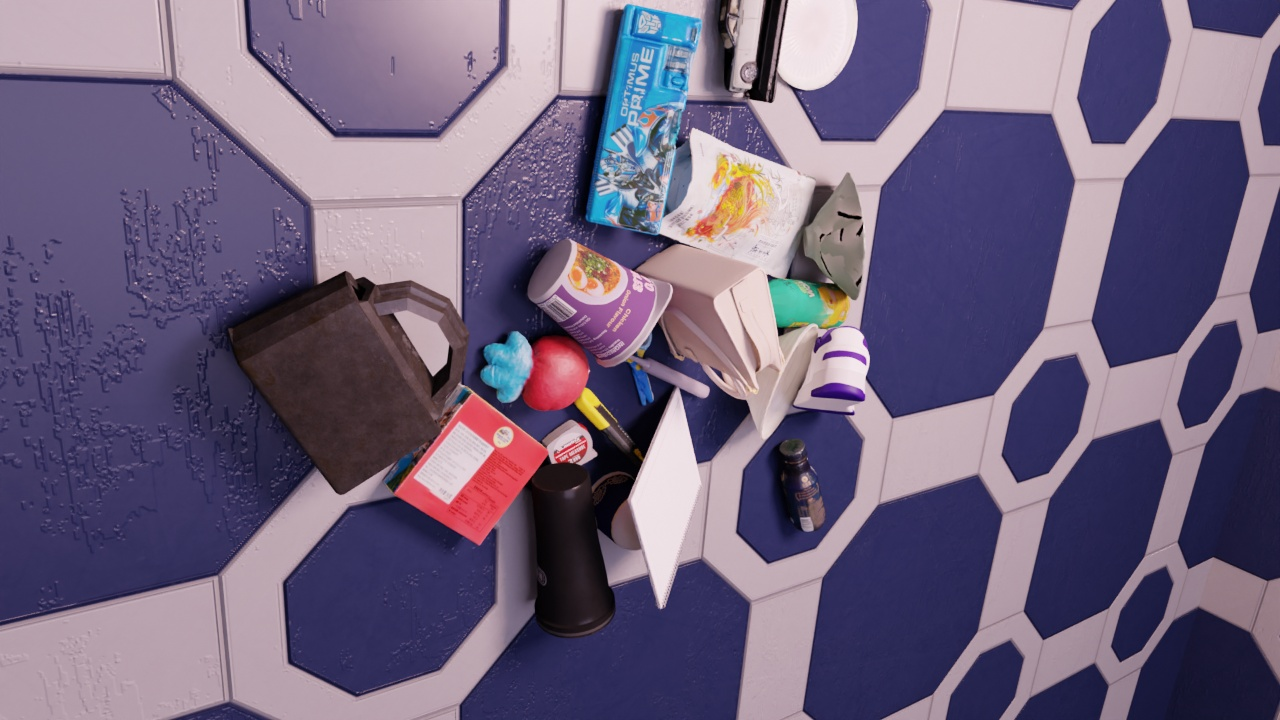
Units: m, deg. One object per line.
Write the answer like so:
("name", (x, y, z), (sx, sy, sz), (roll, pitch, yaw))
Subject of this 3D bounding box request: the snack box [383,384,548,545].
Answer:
("snack box", (-0.202, 0.125, 1.084), (0.145, 0.040, 0.142), (-53, 129, -8))

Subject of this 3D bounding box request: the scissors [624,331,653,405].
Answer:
("scissors", (-0.009, 0.009, 1.196), (0.070, 0.022, 0.131), (-26, 125, -28))

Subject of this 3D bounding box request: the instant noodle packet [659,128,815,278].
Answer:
("instant noodle packet", (0.135, -0.198, 1.194), (0.268, 0.057, 0.147), (10, 104, -43))

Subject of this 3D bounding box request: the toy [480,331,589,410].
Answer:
("toy", (-0.124, 0.013, 1.088), (0.132, 0.062, 0.092), (8, 82, -19))

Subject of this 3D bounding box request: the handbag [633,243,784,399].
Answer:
("handbag", (0.097, -0.031, 1.136), (0.101, 0.195, 0.198), (-34, 121, -20))

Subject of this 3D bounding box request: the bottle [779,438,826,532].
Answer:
("bottle", (0.249, 0.194, 1.422), (0.056, 0.056, 0.161), (-32, 124, -22))

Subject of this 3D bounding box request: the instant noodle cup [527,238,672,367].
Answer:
("instant noodle cup", (-0.054, -0.078, 1.064), (0.122, 0.121, 0.137), (33, 131, -28))

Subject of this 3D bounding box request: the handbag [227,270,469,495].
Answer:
("handbag", (-0.276, -0.001, 0.942), (0.199, 0.102, 0.197), (-27, 123, -6))

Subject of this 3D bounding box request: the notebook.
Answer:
("notebook", (0.036, 0.172, 1.195), (0.244, 0.013, 0.178), (-64, 145, -54))

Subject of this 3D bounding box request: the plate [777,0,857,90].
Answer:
("plate", (0.221, -0.432, 1.186), (0.156, 0.014, 0.157), (-14, 115, -31))

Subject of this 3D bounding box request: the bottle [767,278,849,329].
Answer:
("bottle", (0.196, -0.079, 1.271), (0.209, 0.068, 0.068), (1, 107, -36))

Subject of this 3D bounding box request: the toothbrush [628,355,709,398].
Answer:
("toothbrush", (0.029, 0.015, 1.207), (0.187, 0.018, 0.019), (26, 78, -45))

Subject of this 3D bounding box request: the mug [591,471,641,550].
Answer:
("mug", (-0.006, 0.196, 1.220), (0.111, 0.089, 0.086), (-42, 126, -15))

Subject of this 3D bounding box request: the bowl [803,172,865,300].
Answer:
("bowl", (0.260, -0.167, 1.261), (0.068, 0.174, 0.174), (-5, 115, 4))

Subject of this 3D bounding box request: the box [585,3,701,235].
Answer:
("box", (0.002, -0.277, 1.073), (0.092, 0.085, 0.244), (12, 104, 0))

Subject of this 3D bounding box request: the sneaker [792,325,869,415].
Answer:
("sneaker", (0.273, 0.013, 1.307), (0.092, 0.244, 0.111), (8, 80, 4))

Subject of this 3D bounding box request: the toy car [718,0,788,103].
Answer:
("toy car", (0.131, -0.411, 1.099), (0.071, 0.094, 0.192), (3, 109, -10))

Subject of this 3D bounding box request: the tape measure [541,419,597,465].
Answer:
("tape measure", (-0.092, 0.111, 1.169), (0.060, 0.020, 0.062), (-29, 124, -16))

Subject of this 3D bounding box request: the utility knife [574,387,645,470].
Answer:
("utility knife", (-0.021, 0.106, 1.187), (0.188, 0.020, 0.028), (50, 32, -23))

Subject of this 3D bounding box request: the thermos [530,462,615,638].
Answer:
("thermos", (-0.091, 0.241, 1.165), (0.105, 0.106, 0.219), (-18, 118, -29))

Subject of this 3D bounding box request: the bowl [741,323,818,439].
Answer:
("bowl", (0.185, 0.019, 1.285), (0.176, 0.058, 0.177), (-52, 157, -33))
